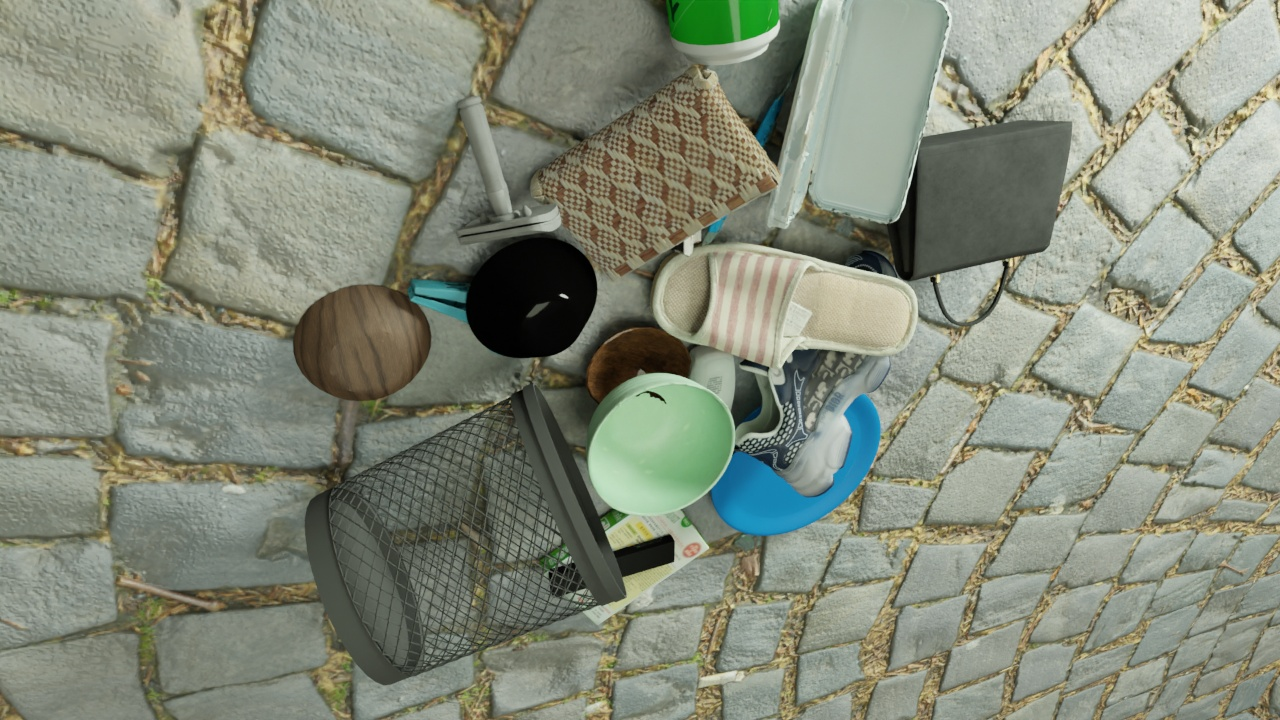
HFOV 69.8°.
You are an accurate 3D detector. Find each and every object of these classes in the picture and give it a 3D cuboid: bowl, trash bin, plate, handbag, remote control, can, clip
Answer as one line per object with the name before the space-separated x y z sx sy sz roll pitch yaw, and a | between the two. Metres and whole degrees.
bowl | 0.011 0.073 0.911 0.150 0.077 0.151 -9 118 -16
trash bin | -0.160 0.166 0.857 0.227 0.217 0.218 -24 129 -3
bowl | -0.088 -0.041 0.814 0.124 0.052 0.124 -13 127 -18
bowl | -0.243 -0.007 0.811 0.119 0.032 0.119 -12 126 -17
plate | 0.182 0.115 1.093 0.224 0.024 0.225 -12 126 -17
handbag | 0.337 -0.130 0.927 0.175 0.072 0.196 -13 109 -16
remote control | -0.031 0.234 1.049 0.150 0.013 0.034 -13 125 -17
remote control | 0.071 0.032 0.982 0.060 0.028 0.114 -11 128 -16
bowl | -0.006 0.005 0.931 0.114 0.026 0.102 22 112 -35
handbag | 0.012 -0.156 0.781 0.186 0.046 0.124 -28 123 24
can | 0.060 -0.308 0.705 0.087 0.087 0.140 -19 128 -12
clip | -0.143 -0.040 0.840 0.122 0.033 0.120 -18 132 -12

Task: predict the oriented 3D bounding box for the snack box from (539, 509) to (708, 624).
snack box | -0.017 0.228 1.079 0.168 0.027 0.132 -34 130 0

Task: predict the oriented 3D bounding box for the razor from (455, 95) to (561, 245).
razor | -0.123 -0.156 0.750 0.088 0.047 0.116 -5 113 27

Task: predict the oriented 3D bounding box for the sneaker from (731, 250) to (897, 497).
sneaker | 0.172 0.005 0.963 0.132 0.103 0.269 18 100 -14

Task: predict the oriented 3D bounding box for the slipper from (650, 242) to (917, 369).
slipper | 0.142 -0.049 0.884 0.263 0.052 0.115 6 99 -4

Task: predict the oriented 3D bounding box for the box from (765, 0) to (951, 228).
box | 0.185 -0.214 0.804 0.129 0.104 0.211 14 122 16

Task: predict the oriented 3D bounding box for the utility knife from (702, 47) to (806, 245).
utility knife | 0.110 -0.203 0.839 0.015 0.031 0.221 28 110 8

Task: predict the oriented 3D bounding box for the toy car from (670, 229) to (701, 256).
toy car | 0.038 -0.154 0.837 0.039 0.039 0.113 -26 132 -33
